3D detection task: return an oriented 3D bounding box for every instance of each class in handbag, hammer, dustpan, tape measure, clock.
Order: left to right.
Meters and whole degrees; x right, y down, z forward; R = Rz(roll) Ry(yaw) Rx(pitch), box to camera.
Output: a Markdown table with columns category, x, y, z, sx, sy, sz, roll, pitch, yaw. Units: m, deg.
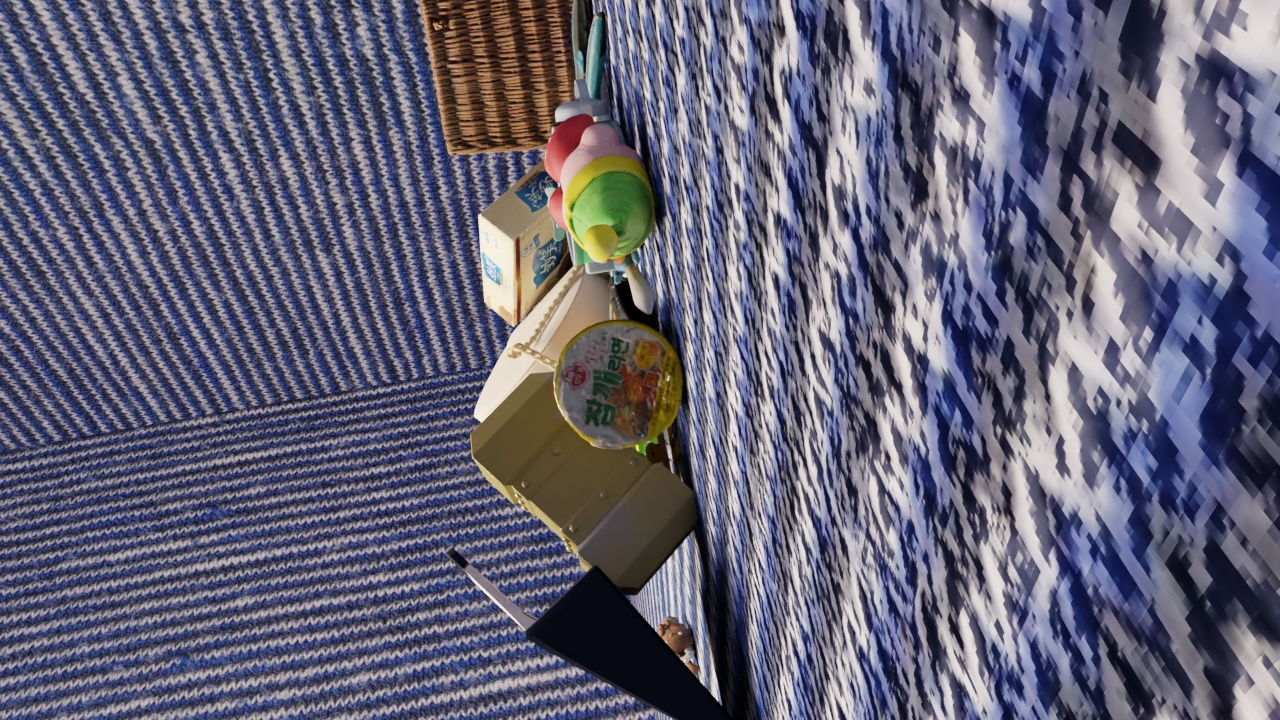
| category | x | y | z | sx | sy | sz | roll | pitch | yaw |
| --- | --- | --- | --- | --- | --- | --- | --- | --- | --- |
| handbag | -0.113 | -0.010 | 1.077 | 0.211 | 0.103 | 0.208 | -42 | 20 | 37 |
| clock | -0.047 | -0.163 | 0.800 | 0.121 | 0.075 | 0.162 | -105 | 8 | -48 |
| hammer | -0.052 | 0.146 | 0.904 | 0.190 | 0.100 | 0.325 | 40 | 165 | 12 |
| dustpan | -0.040 | 0.230 | 0.737 | 0.273 | 0.080 | 0.237 | 46 | 166 | 13 |
| tape measure | -0.006 | -0.034 | 0.834 | 0.063 | 0.038 | 0.067 | 97 | 161 | -47 |

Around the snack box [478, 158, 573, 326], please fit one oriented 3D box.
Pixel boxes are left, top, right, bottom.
| category | x | y | z | sx | sy | sz | roll | pitch | yaw |
| --- | --- | --- | --- | --- | --- | --- | --- | --- | --- |
| snack box | -0.118 | -0.148 | 1.091 | 0.055 | 0.153 | 0.208 | 39 | 157 | 10 |

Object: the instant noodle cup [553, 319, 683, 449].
| category | x | y | z | sx | sy | sz | roll | pitch | yaw |
| --- | --- | --- | --- | --- | --- | --- | --- | --- | --- |
| instant noodle cup | -0.015 | 0.010 | 0.741 | 0.108 | 0.102 | 0.102 | -78 | -20 | -79 |

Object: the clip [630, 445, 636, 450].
| category | x | y | z | sx | sy | sz | roll | pitch | yaw |
| --- | --- | --- | --- | --- | --- | --- | --- | --- | --- |
| clip | -0.004 | 0.120 | 1.083 | 0.163 | 0.108 | 0.028 | 80 | 177 | -57 |

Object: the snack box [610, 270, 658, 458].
| category | x | y | z | sx | sy | sz | roll | pitch | yaw |
| --- | --- | --- | --- | --- | --- | --- | --- | --- | --- |
| snack box | -0.006 | 0.006 | 0.953 | 0.168 | 0.027 | 0.131 | 86 | 173 | -53 |

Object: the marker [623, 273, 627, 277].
| category | x | y | z | sx | sy | sz | roll | pitch | yaw |
| --- | --- | --- | --- | --- | --- | --- | --- | --- | --- |
| marker | -0.014 | -0.102 | 0.897 | 0.020 | 0.017 | 0.133 | 17 | -125 | -53 |

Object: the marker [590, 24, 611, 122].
| category | x | y | z | sx | sy | sz | roll | pitch | yaw |
| --- | --- | --- | --- | --- | --- | --- | --- | --- | --- |
| marker | -0.039 | -0.247 | 0.876 | 0.020 | 0.020 | 0.141 | -146 | 46 | -83 |

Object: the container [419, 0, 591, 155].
| category | x | y | z | sx | sy | sz | roll | pitch | yaw |
| --- | --- | --- | --- | --- | --- | --- | --- | --- | --- |
| container | -0.133 | -0.357 | 0.958 | 0.183 | 0.162 | 0.250 | -102 | 4 | -69 |

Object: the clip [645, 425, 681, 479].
| category | x | y | z | sx | sy | sz | roll | pitch | yaw |
| --- | --- | --- | --- | --- | --- | --- | --- | --- | --- |
| clip | 0.027 | 0.081 | 0.817 | 0.046 | 0.035 | 0.053 | 21 | -122 | -74 |

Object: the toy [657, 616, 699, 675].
| category | x | y | z | sx | sy | sz | roll | pitch | yaw |
| --- | --- | --- | --- | --- | --- | --- | --- | --- | --- |
| toy | 0.037 | 0.312 | 1.023 | 0.055 | 0.041 | 0.102 | 59 | 172 | -14 |

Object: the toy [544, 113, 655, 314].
| category | x | y | z | sx | sy | sz | roll | pitch | yaw |
| --- | --- | --- | --- | --- | --- | --- | --- | --- | --- |
| toy | -0.030 | -0.105 | 0.682 | 0.131 | 0.096 | 0.124 | 38 | 137 | 41 |

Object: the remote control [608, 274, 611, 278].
| category | x | y | z | sx | sy | sz | roll | pitch | yaw |
| --- | --- | --- | --- | --- | --- | --- | --- | --- | --- |
| remote control | -0.032 | -0.072 | 1.171 | 0.136 | 0.013 | 0.033 | -110 | 11 | -63 |

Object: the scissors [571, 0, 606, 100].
| category | x | y | z | sx | sy | sz | roll | pitch | yaw |
| --- | --- | --- | --- | --- | --- | --- | --- | --- | --- |
| scissors | -0.047 | -0.266 | 0.834 | 0.122 | 0.019 | 0.149 | -166 | 63 | -70 |
